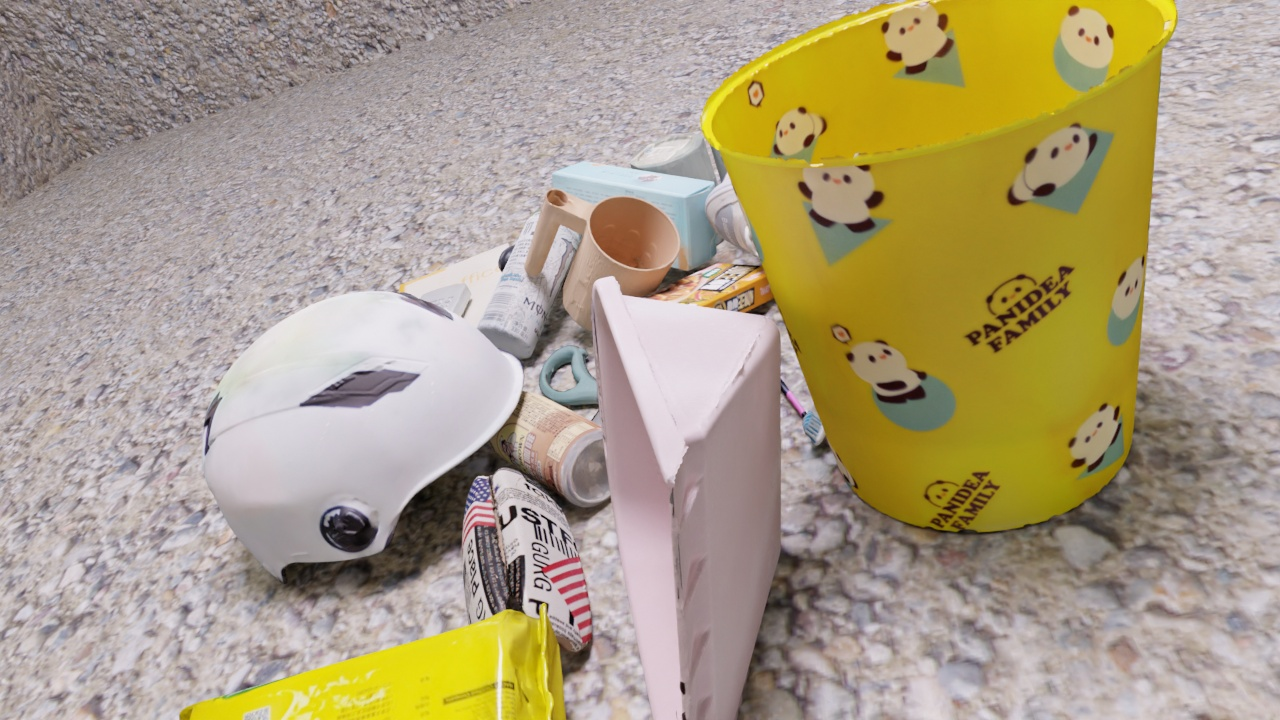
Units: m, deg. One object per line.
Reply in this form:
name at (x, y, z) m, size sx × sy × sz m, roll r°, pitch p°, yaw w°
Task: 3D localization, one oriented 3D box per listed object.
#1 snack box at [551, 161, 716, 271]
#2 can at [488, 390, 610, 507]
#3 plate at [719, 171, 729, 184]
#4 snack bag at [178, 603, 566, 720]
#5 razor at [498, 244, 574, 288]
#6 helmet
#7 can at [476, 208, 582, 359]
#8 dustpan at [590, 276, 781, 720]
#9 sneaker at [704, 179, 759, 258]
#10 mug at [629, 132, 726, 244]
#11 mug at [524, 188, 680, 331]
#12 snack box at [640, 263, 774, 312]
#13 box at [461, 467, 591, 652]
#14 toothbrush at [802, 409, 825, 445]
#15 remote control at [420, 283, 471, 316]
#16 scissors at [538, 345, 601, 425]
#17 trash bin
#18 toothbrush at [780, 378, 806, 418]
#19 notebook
snack box at (-0.007, -0.146, 0.906) m, size 0.175 × 0.074 × 0.051 m, roll 18°, pitch 35°, yaw 35°
can at (-0.064, 0.064, 0.689) m, size 0.058 × 0.058 × 0.116 m, roll -37°, pitch 34°, yaw -24°
plate at (0.179, -0.172, 0.908) m, size 0.205 × 0.046 × 0.204 m, roll -11°, pitch 32°, yaw 7°
snack bag at (-0.144, 0.220, 0.454) m, size 0.246 × 0.068 × 0.157 m, roll -19°, pitch 44°, yaw 6°
razor at (-0.067, -0.102, 0.960) m, size 0.168 × 0.062 × 0.067 m, roll 2°, pitch 67°, yaw 26°
helmet at (-0.233, 0.032, 0.712) m, size 0.259 × 0.146 × 0.228 m, roll -26°, pitch 28°, yaw 26°
can at (-0.107, -0.075, 0.890) m, size 0.058 × 0.058 × 0.146 m, roll 2°, pitch 58°, yaw 34°
dustpan at (-0.006, 0.079, 0.488) m, size 0.139 × 0.223 × 0.272 m, roll 6°, pitch 26°, yaw 18°
sneaker at (0.135, -0.097, 0.759) m, size 0.243 × 0.089 × 0.090 m, roll 14°, pitch 53°, yaw 47°
mug at (0.055, -0.184, 0.963) m, size 0.123 × 0.103 × 0.084 m, roll -41°, pitch 36°, yaw -28°
mug at (-0.039, -0.090, 0.824) m, size 0.124 × 0.104 × 0.084 m, roll 23°, pitch 52°, yaw -6°
snack box at (0.052, -0.052, 0.792) m, size 0.075 × 0.026 × 0.153 m, roll 8°, pitch 24°, yaw 41°
box at (-0.090, 0.137, 0.598) m, size 0.087 × 0.076 × 0.162 m, roll -40°, pitch 32°, yaw 10°
toothbrush at (0.156, -0.011, 0.703) m, size 0.027 × 0.026 × 0.220 m, roll -41°, pitch 13°, yaw 42°
remote control at (-0.222, -0.034, 0.956) m, size 0.058 × 0.021 × 0.149 m, roll -13°, pitch 31°, yaw 15°
scissors at (-0.005, 0.005, 0.786) m, size 0.181 × 0.019 × 0.170 m, roll -29°, pitch 30°, yaw -14°
trash bin at (0.178, -0.054, 0.531) m, size 0.230 × 0.255 × 0.229 m, roll -15°, pitch 31°, yaw 9°
toothbrush at (0.097, 0.003, 0.730) m, size 0.018 × 0.014 × 0.189 m, roll -31°, pitch 31°, yaw 3°
notebook at (-0.208, -0.064, 1.026) m, size 0.146 × 0.010 × 0.206 m, roll -21°, pitch 31°, yaw 2°
